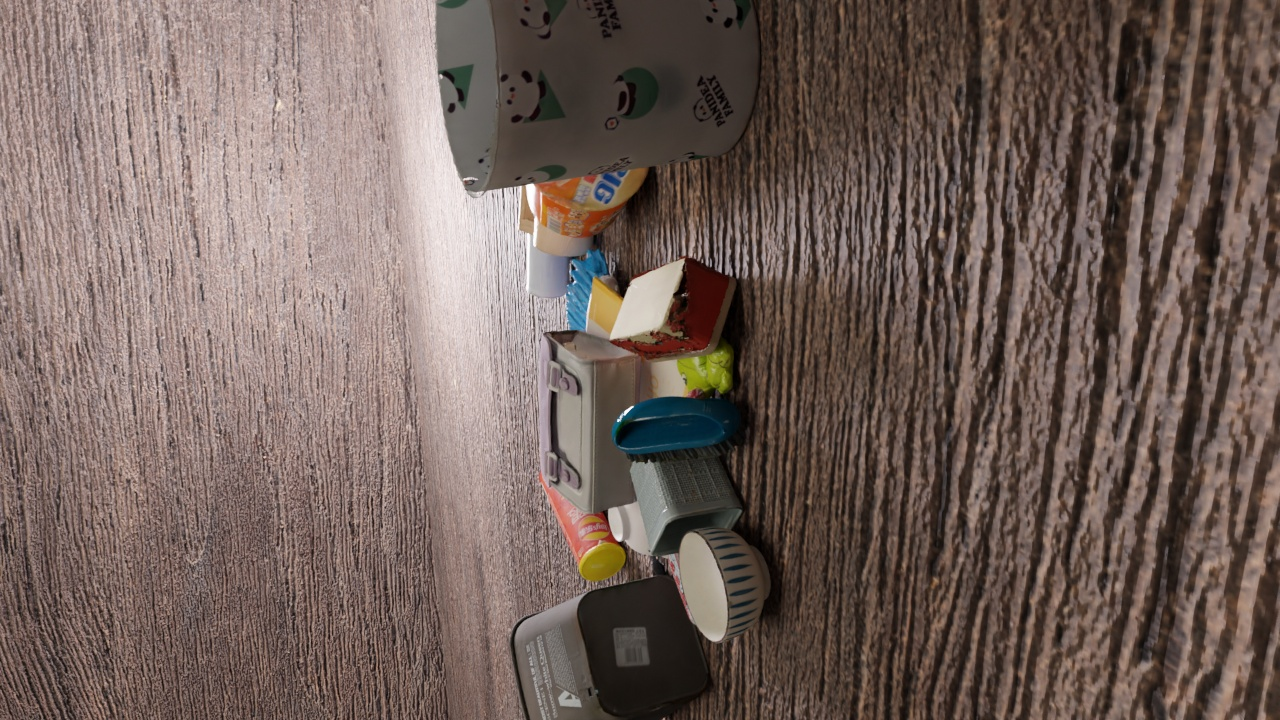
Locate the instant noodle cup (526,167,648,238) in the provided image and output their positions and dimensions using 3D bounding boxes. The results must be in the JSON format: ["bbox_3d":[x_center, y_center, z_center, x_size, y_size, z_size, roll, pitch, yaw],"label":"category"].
[{"bbox_3d":[-0.073,-0.224,1.098,0.112,0.151,0.151,121,137,-70],"label":"instant noodle cup"}]

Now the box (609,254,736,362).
[{"bbox_3d":[0.022,-0.052,0.964,0.168,0.077,0.091,-10,60,69],"label":"box"}]

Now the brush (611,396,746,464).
[{"bbox_3d":[0.033,0.066,0.943,0.073,0.144,0.055,52,-142,-44],"label":"brush"}]

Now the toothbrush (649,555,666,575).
[{"bbox_3d":[-0.002,0.232,1.259,0.189,0.014,0.016,58,173,46],"label":"toothbrush"}]

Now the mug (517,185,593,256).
[{"bbox_3d":[-0.118,-0.213,1.259,0.125,0.084,0.104,26,125,29],"label":"mug"}]

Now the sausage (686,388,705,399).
[{"bbox_3d":[0.046,0.065,1.019,0.156,0.020,0.020,118,139,-62],"label":"sausage"}]

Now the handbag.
[{"bbox_3d":[-0.072,0.071,1.138,0.145,0.098,0.197,25,118,55],"label":"handbag"}]

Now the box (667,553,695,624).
[{"bbox_3d":[0.042,0.205,1.071,0.087,0.047,0.201,87,164,-60],"label":"box"}]

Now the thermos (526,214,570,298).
[{"bbox_3d":[-0.133,-0.205,1.346,0.073,0.073,0.225,-130,38,-53],"label":"thermos"}]

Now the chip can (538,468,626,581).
[{"bbox_3d":[-0.094,0.238,1.408,0.216,0.073,0.073,-126,34,-48],"label":"chip can"}]

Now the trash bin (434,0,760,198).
[{"bbox_3d":[-0.043,-0.273,0.849,0.230,0.251,0.229,172,90,-68],"label":"trash bin"}]

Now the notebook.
[{"bbox_3d":[-0.007,0.007,1.121,0.206,0.010,0.146,42,135,38],"label":"notebook"}]

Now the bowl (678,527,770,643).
[{"bbox_3d":[0.092,0.227,0.950,0.117,0.066,0.116,171,90,-69],"label":"bowl"}]

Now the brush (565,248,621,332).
[{"bbox_3d":[-0.058,0.007,1.267,0.109,0.060,0.315,52,147,45],"label":"brush"}]

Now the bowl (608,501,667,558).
[{"bbox_3d":[-0.003,0.202,1.180,0.118,0.064,0.118,171,90,-69],"label":"bowl"}]

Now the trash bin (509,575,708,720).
[{"bbox_3d":[-0.039,0.388,1.185,0.220,0.198,0.198,-51,51,55],"label":"trash bin"}]

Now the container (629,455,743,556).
[{"bbox_3d":[0.046,0.141,1.010,0.090,0.089,0.111,109,149,-50],"label":"container"}]

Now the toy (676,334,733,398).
[{"bbox_3d":[0.069,0.003,0.971,0.100,0.031,0.097,30,128,57],"label":"toy"}]
